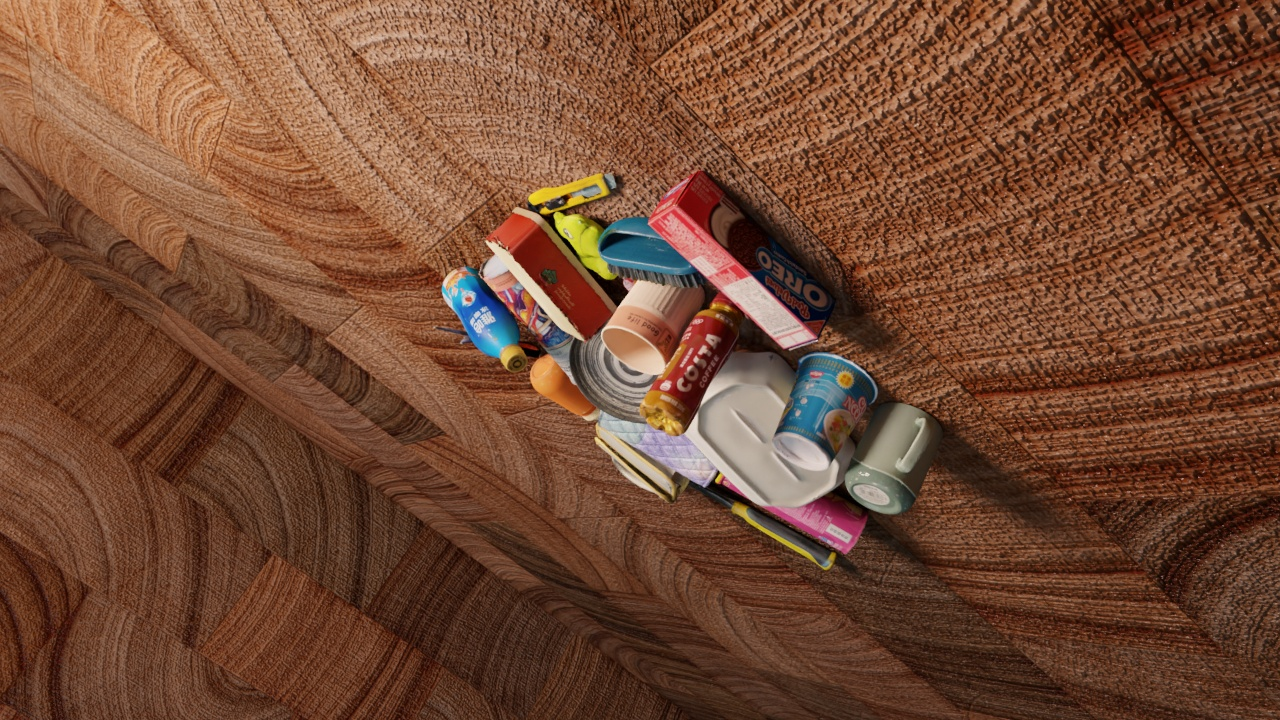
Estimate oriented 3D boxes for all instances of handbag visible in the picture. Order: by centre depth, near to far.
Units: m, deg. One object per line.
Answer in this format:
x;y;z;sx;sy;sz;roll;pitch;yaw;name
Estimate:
0.038;0.098;1.327;0.194;0.075;0.134;31;149;6;handbag
-0.002;0.167;1.469;0.163;0.063;0.179;39;154;16;handbag

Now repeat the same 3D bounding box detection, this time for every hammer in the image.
0.170;0.248;1.495;0.323;0.031;0.126;29;155;8;hammer

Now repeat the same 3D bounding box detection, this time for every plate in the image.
0.157;0.099;1.137;0.162;0.034;0.265;-33;119;19;plate
-0.007;0.007;1.219;0.179;0.024;0.180;9;123;14;plate

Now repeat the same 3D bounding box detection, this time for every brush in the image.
0.012;-0.122;0.991;0.144;0.055;0.073;13;149;35;brush

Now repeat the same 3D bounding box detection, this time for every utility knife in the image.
-0.079;-0.186;1.026;0.033;0.015;0.168;43;152;-28;utility knife

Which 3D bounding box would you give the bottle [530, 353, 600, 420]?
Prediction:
-0.104;0.050;1.425;0.067;0.066;0.149;3;149;46;bottle

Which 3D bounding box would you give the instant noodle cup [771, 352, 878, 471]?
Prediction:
0.203;0.063;1.043;0.099;0.109;0.099;25;154;13;instant noodle cup

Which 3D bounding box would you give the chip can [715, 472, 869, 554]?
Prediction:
0.215;0.193;1.304;0.210;0.071;0.072;29;154;5;chip can

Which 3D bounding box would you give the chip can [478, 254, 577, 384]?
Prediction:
-0.124;-0.061;1.233;0.071;0.071;0.215;4;142;45;chip can

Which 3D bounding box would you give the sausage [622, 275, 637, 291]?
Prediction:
0.028;-0.055;1.133;0.156;0.020;0.020;45;152;-24;sausage

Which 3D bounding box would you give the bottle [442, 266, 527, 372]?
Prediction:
-0.206;-0.054;1.241;0.218;0.065;0.065;47;172;46;bottle

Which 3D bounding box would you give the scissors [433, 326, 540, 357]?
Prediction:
-0.238;-0.036;1.342;0.226;0.022;0.198;18;-171;-45;scissors

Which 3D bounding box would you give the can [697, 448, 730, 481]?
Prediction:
0.138;0.116;1.227;0.102;0.083;0.057;46;168;-26;can

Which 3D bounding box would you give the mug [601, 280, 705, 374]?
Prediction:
0.028;-0.040;1.059;0.114;0.105;0.082;41;153;-18;mug

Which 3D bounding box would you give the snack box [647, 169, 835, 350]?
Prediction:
0.105;-0.098;0.931;0.207;0.057;0.058;41;151;-17;snack box

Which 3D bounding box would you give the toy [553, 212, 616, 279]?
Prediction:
-0.057;-0.135;1.074;0.097;0.031;0.100;27;158;12;toy

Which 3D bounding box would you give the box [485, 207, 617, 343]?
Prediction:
-0.115;-0.098;1.126;0.168;0.076;0.091;50;168;-31;box

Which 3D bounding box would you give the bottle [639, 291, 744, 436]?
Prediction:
0.063;-0.001;1.010;0.057;0.174;0.058;26;153;14;bottle

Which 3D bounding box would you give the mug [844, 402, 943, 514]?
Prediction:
0.290;0.108;1.031;0.082;0.106;0.112;33;154;0;mug
